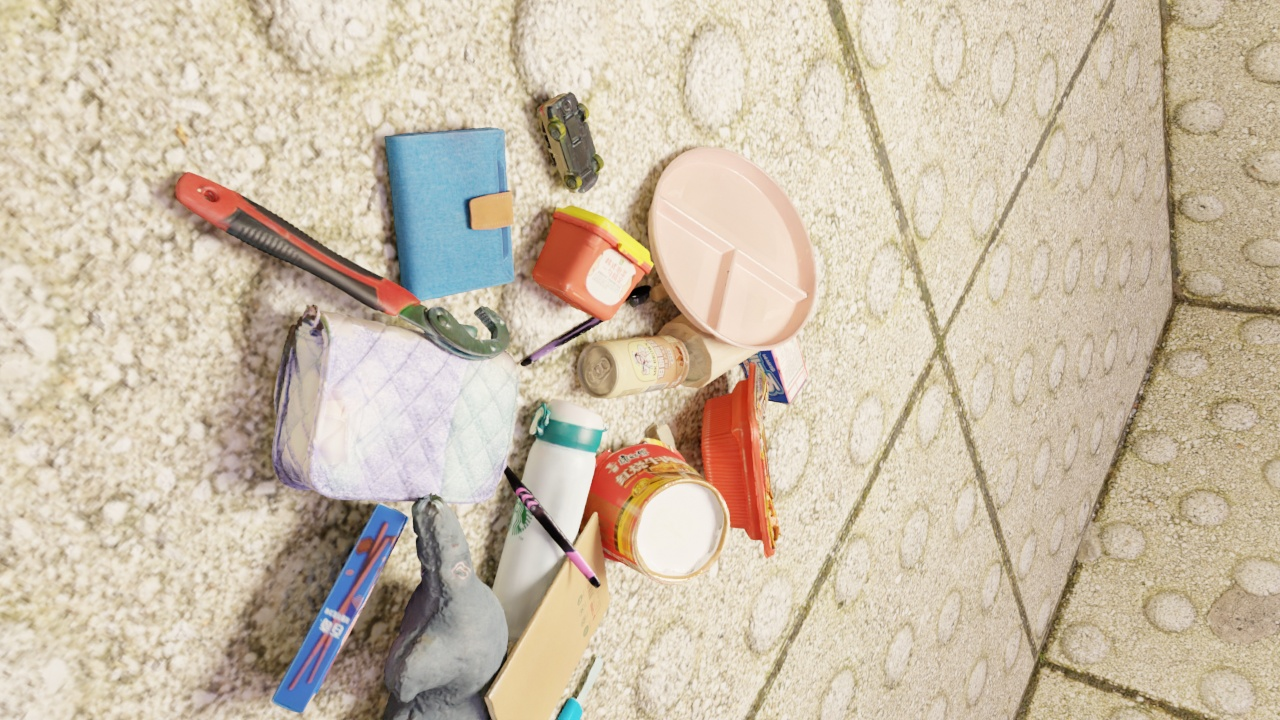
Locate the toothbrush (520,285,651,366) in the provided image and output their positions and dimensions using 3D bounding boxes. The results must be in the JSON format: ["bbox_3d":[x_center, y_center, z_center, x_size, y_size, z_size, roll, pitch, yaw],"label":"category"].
[{"bbox_3d":[-0.050,-0.034,0.909,0.188,0.014,0.017,-34,137,-39],"label":"toothbrush"}]

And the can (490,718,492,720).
[{"bbox_3d":[-0.089,0.381,0.879,0.053,0.135,0.053,-16,111,-47],"label":"can"}]

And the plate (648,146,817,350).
[{"bbox_3d":[0.099,-0.118,0.982,0.229,0.028,0.229,12,68,-33],"label":"plate"}]

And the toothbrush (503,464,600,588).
[{"bbox_3d":[-0.095,0.134,0.827,0.014,0.017,0.189,-36,97,8],"label":"toothbrush"}]

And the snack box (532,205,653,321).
[{"bbox_3d":[-0.046,-0.087,0.849,0.091,0.082,0.080,33,85,-48],"label":"snack box"}]

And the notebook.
[{"bbox_3d":[-0.079,0.264,0.859,0.207,0.008,0.148,-57,152,-43],"label":"notebook"}]

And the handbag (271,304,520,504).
[{"bbox_3d":[-0.189,0.041,0.718,0.193,0.076,0.134,15,84,-52],"label":"handbag"}]

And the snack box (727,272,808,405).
[{"bbox_3d":[0.145,-0.039,1.105,0.058,0.057,0.208,-51,134,-31],"label":"snack box"}]

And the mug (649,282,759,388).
[{"bbox_3d":[0.071,-0.044,1.007,0.103,0.084,0.124,-32,99,-39],"label":"mug"}]

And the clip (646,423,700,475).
[{"bbox_3d":[0.027,0.124,1.038,0.034,0.093,0.103,-36,90,-37],"label":"clip"}]

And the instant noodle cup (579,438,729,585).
[{"bbox_3d":[0.018,0.159,0.932,0.137,0.109,0.138,-5,102,-25],"label":"instant noodle cup"}]

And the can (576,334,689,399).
[{"bbox_3d":[-0.006,0.005,0.936,0.116,0.059,0.058,-7,105,-48],"label":"can"}]

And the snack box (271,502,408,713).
[{"bbox_3d":[-0.227,0.186,0.707,0.026,0.085,0.157,27,75,-6],"label":"snack box"}]

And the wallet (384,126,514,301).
[{"bbox_3d":[-0.152,-0.120,0.747,0.106,0.040,0.133,-17,114,-42],"label":"wallet"}]

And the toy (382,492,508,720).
[{"bbox_3d":[-0.172,0.261,0.771,0.137,0.091,0.357,-14,124,-53],"label":"toy"}]

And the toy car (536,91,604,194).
[{"bbox_3d":[-0.064,-0.195,0.831,0.042,0.035,0.090,-44,131,-32],"label":"toy car"}]

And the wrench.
[{"bbox_3d":[-0.204,-0.061,0.673,0.273,0.016,0.056,28,41,-39],"label":"wrench"}]

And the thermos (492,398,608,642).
[{"bbox_3d":[-0.091,0.149,0.869,0.073,0.073,0.224,18,85,-50],"label":"thermos"}]

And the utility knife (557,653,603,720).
[{"bbox_3d":[-0.088,0.407,0.981,0.034,0.018,0.198,49,61,-44],"label":"utility knife"}]

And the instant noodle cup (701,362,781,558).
[{"bbox_3d":[0.117,0.116,1.060,0.164,0.079,0.189,-76,158,-64],"label":"instant noodle cup"}]
